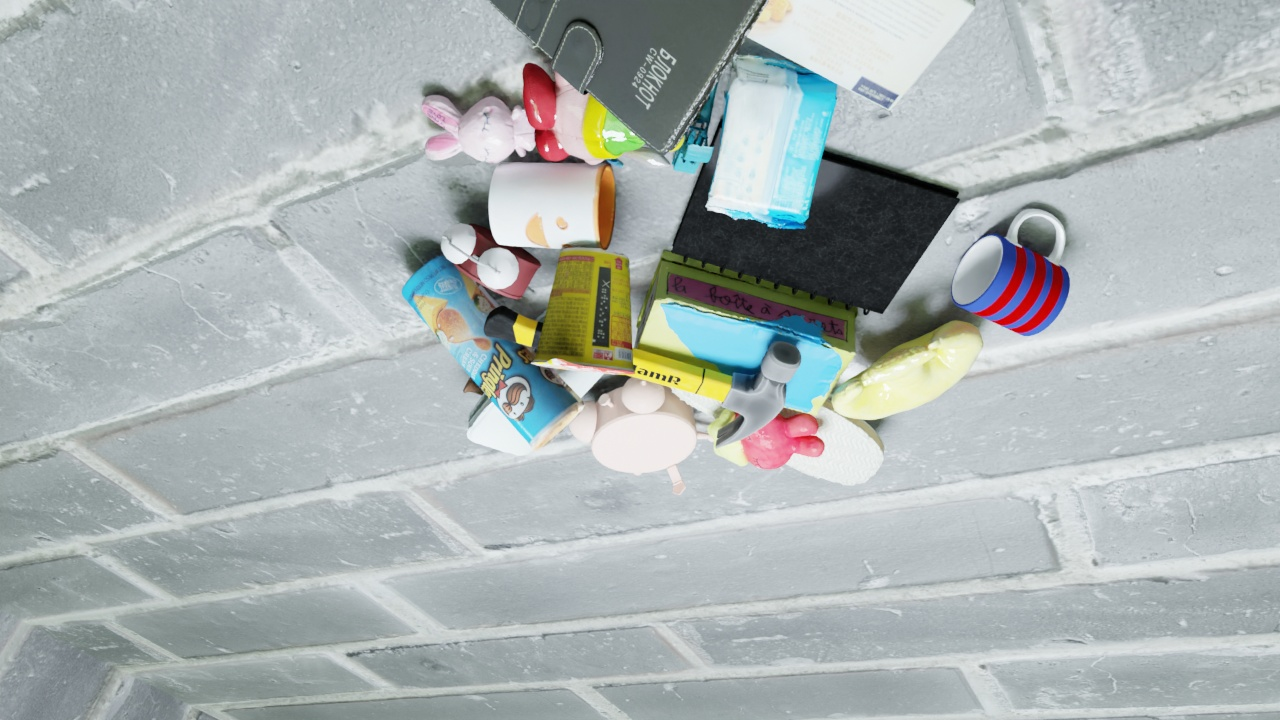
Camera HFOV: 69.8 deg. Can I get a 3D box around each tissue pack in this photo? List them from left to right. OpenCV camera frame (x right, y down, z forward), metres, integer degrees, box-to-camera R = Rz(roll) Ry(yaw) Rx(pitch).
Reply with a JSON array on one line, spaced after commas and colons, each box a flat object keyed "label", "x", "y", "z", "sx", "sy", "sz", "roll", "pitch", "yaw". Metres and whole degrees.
[{"label": "tissue pack", "x": 0.110, "y": -0.186, "z": 0.788, "sx": 0.093, "sy": 0.061, "sz": 0.145, "roll": 9, "pitch": 120, "yaw": 0}]

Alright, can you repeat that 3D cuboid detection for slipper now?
[{"label": "slipper", "x": 0.163, "y": 0.061, "z": 1.087, "sx": 0.272, "sy": 0.053, "sz": 0.115, "roll": 28, "pitch": 133, "yaw": -6}]

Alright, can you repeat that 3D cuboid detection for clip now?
[{"label": "clip", "x": 0.049, "y": -0.194, "z": 0.793, "sx": 0.033, "sy": 0.118, "sz": 0.120, "roll": 7, "pitch": 128, "yaw": -8}]

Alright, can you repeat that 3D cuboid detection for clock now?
[{"label": "clock", "x": -0.151, "y": -0.102, "z": 0.931, "sx": 0.087, "sy": 0.124, "sz": 0.044, "roll": 34, "pitch": 100, "yaw": 14}, {"label": "clock", "x": 0.002, "y": 0.092, "z": 1.127, "sx": 0.131, "sy": 0.086, "sz": 0.160, "roll": -27, "pitch": 130, "yaw": 23}]

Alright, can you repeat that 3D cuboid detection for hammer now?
[{"label": "hammer", "x": -0.006, "y": 0.006, "z": 0.966, "sx": 0.324, "sy": 0.034, "sz": 0.170, "roll": 16, "pitch": 140, "yaw": -5}]

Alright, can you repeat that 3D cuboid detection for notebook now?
[{"label": "notebook", "x": -0.021, "y": -0.277, "z": 0.692, "sx": 0.209, "sy": 0.029, "sz": 0.170, "roll": 44, "pitch": 135, "yaw": 6}, {"label": "notebook", "x": 0.161, "y": -0.130, "z": 0.893, "sx": 0.231, "sy": 0.019, "sz": 0.170, "roll": 16, "pitch": 139, "yaw": -5}]

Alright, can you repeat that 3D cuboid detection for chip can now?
[{"label": "chip can", "x": -0.160, "y": -0.011, "z": 1.001, "sx": 0.229, "sy": 0.079, "sz": 0.080, "roll": 49, "pitch": 135, "yaw": 4}]

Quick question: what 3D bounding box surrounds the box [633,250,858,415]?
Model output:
[{"label": "box", "x": 0.110, "y": -0.025, "z": 0.986, "sx": 0.221, "sy": 0.079, "sz": 0.125, "roll": 12, "pitch": 140, "yaw": -5}]

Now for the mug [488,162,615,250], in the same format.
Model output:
[{"label": "mug", "x": -0.083, "y": -0.148, "z": 0.878, "sx": 0.105, "sy": 0.082, "sz": 0.082, "roll": 4, "pitch": 140, "yaw": 10}]

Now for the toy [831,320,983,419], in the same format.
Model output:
[{"label": "toy", "x": 0.282, "y": 0.015, "z": 0.969, "sx": 0.171, "sy": 0.064, "sz": 0.154, "roll": -32, "pitch": 157, "yaw": 21}]

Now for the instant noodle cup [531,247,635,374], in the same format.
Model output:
[{"label": "instant noodle cup", "x": -0.049, "y": -0.046, "z": 0.877, "sx": 0.100, "sy": 0.112, "sz": 0.100, "roll": 5, "pitch": 175, "yaw": 0}]

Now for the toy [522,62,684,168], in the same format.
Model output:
[{"label": "toy", "x": -0.029, "y": -0.202, "z": 0.798, "sx": 0.131, "sy": 0.096, "sz": 0.124, "roll": -6, "pitch": 143, "yaw": 3}]

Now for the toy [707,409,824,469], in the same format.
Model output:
[{"label": "toy", "x": 0.144, "y": 0.089, "z": 1.053, "sx": 0.135, "sy": 0.045, "sz": 0.092, "roll": -2, "pitch": 127, "yaw": 25}]

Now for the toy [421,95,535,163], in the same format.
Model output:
[{"label": "toy", "x": -0.151, "y": -0.212, "z": 0.848, "sx": 0.110, "sy": 0.047, "sz": 0.064, "roll": 5, "pitch": 131, "yaw": 12}]

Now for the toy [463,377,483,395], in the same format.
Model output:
[{"label": "toy", "x": -0.164, "y": 0.038, "z": 1.145, "sx": 0.102, "sy": 0.041, "sz": 0.055, "roll": 28, "pitch": 105, "yaw": -8}]

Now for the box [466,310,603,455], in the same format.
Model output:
[{"label": "box", "x": -0.125, "y": 0.038, "z": 1.091, "sx": 0.118, "sy": 0.063, "sz": 0.214, "roll": 30, "pitch": 118, "yaw": -23}]

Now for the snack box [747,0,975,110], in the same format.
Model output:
[{"label": "snack box", "x": 0.133, "y": -0.283, "z": 0.689, "sx": 0.208, "sy": 0.057, "sz": 0.104, "roll": 22, "pitch": 138, "yaw": -13}]

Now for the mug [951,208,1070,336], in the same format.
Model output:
[{"label": "mug", "x": 0.359, "y": -0.087, "z": 0.866, "sx": 0.076, "sy": 0.074, "sz": 0.112, "roll": 22, "pitch": 112, "yaw": -13}]
